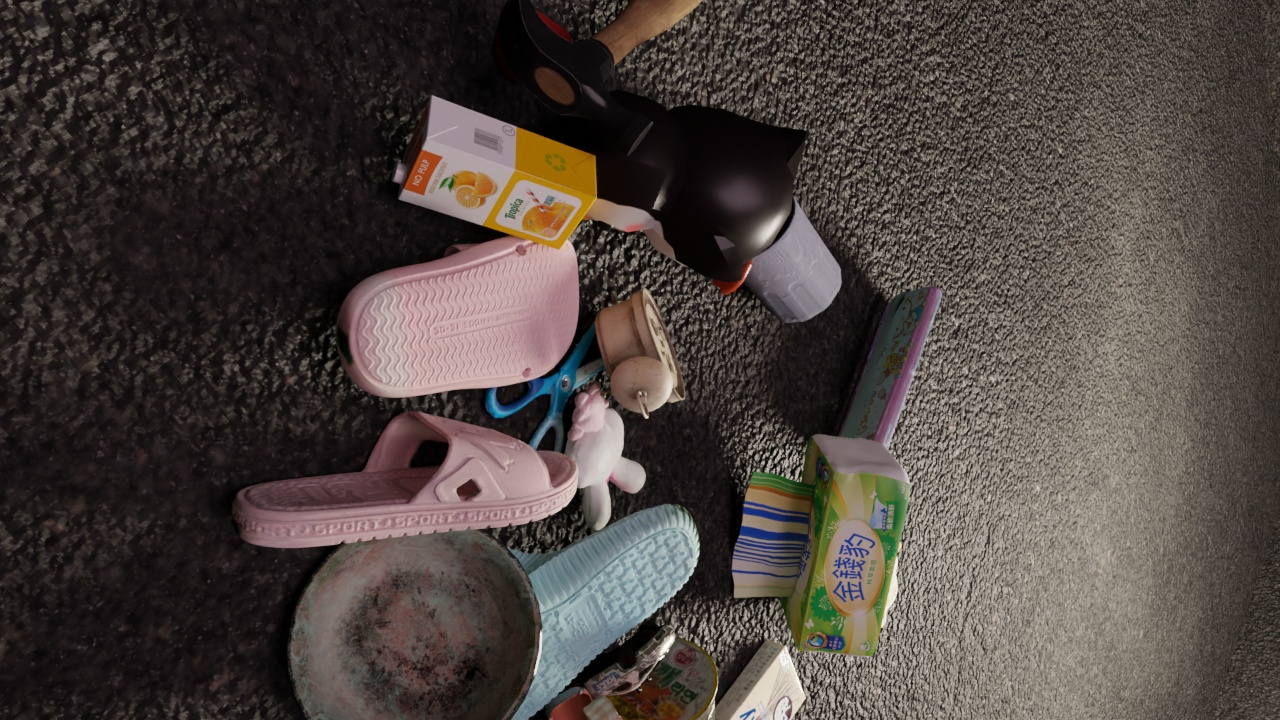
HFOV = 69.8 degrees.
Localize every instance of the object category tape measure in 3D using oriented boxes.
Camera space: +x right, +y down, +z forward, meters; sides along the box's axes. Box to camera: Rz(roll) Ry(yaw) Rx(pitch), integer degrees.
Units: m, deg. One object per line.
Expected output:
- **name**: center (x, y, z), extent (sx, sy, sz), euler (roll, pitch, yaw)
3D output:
- **tape measure**: center (-0.077, -0.227, 0.672), extent (0.059, 0.019, 0.051), euler (19, 80, -43)

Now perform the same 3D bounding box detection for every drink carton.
- **drink carton**: center (-0.097, -0.123, 0.608), extent (0.122, 0.059, 0.040), euler (15, 52, -25)

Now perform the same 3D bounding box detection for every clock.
- **clock**: center (-0.003, 0.004, 0.711), extent (0.140, 0.055, 0.093), euler (-91, 160, -61)

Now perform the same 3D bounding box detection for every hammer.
- **hammer**: center (0.006, -0.269, 0.694), extent (0.132, 0.040, 0.304), euler (38, 47, -3)

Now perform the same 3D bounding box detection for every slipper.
- **slipper**: center (-0.074, 0.191, 0.691), extent (0.275, 0.069, 0.116), euler (-31, 120, -22)
- **slipper**: center (-0.115, -0.030, 0.634), extent (0.221, 0.056, 0.107), euler (-21, 111, -51)
- **slipper**: center (-0.138, 0.070, 0.597), extent (0.238, 0.094, 0.064), euler (-3, 102, -41)

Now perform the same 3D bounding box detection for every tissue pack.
- **tissue pack**: center (0.163, 0.175, 0.890), extent (0.141, 0.120, 0.198), euler (7, 99, -4)

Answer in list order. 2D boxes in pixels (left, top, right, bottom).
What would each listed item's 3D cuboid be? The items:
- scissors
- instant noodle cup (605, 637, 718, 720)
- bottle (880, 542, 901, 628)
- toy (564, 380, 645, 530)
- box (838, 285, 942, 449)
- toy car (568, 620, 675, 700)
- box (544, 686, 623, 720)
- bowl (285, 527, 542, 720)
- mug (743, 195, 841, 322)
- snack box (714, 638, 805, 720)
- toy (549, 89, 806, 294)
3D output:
- **scissors**: center (-0.069, 0.015, 0.714), extent (0.113, 0.013, 0.140), euler (45, 66, -41)
- **instant noodle cup**: center (0.023, 0.310, 0.791), extent (0.102, 0.102, 0.108), euler (-37, 129, -36)
- **bottle**: center (0.257, 0.247, 1.028), extent (0.063, 0.063, 0.108), euler (50, 59, -36)
- **toy**: center (-0.035, 0.072, 0.734), extent (0.075, 0.037, 0.125), euler (-50, 137, -38)
- **box**: center (0.270, 0.027, 1.013), extent (0.140, 0.062, 0.213), euler (74, 38, -69)
- **toy car**: center (-0.015, 0.248, 0.734), extent (0.040, 0.113, 0.048), euler (53, 33, 7)
- **box**: center (-0.020, 0.330, 0.738), extent (0.054, 0.076, 0.187), euler (-80, 157, -50)
- **bowl**: center (-0.144, 0.181, 0.595), extent (0.157, 0.039, 0.157), euler (4, 64, -8)
- **mug**: center (0.129, -0.111, 0.857), extent (0.104, 0.084, 0.123), euler (43, 39, -39)
- **snack box**: center (0.107, 0.363, 0.919), extent (0.149, 0.026, 0.082), euler (-43, 123, -33)
- **toy**: center (0.022, -0.148, 0.698), extent (0.183, 0.140, 0.159), euler (11, 50, -34)
